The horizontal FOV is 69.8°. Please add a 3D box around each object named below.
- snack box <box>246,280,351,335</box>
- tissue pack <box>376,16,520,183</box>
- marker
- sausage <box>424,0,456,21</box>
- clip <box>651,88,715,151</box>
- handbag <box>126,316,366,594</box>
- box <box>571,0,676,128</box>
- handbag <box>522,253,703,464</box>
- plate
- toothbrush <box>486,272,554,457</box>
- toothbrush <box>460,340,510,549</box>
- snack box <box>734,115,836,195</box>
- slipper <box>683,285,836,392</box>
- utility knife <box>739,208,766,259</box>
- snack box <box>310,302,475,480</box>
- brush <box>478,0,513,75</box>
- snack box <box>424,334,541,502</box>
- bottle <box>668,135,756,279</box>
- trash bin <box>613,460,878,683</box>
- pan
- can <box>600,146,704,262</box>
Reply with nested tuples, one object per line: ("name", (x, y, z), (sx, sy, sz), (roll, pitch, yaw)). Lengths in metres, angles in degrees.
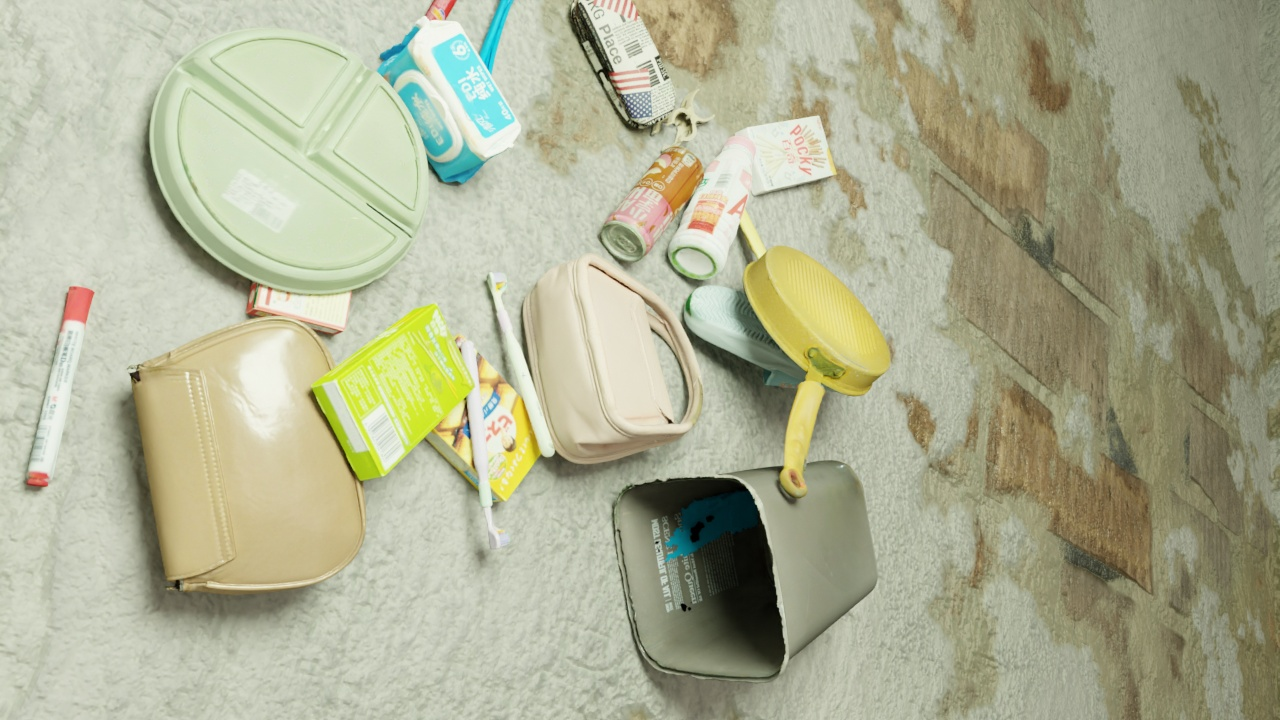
("snack box", (-0.280, -0.106, 0.784), (0.077, 0.027, 0.155), (17, 71, -37))
("tissue pack", (-0.181, -0.238, 0.852), (0.063, 0.090, 0.140), (-43, 110, -37))
("marker", (-0.415, 0.017, 0.656), (0.017, 0.017, 0.145), (15, 72, -37))
("sausage", (-0.187, -0.379, 0.921), (0.020, 0.020, 0.155), (34, 62, -30))
("clip", (0.047, -0.294, 1.091), (0.076, 0.035, 0.103), (46, 51, -23))
("handbag", (-0.294, 0.074, 0.696), (0.147, 0.100, 0.204), (-9, 87, -33))
("box", (-0.016, -0.340, 1.019), (0.075, 0.076, 0.163), (-36, 107, -33))
("handbag", (-0.006, 0.006, 0.949), (0.233, 0.094, 0.193), (9, 62, -50))
("plate", (-0.278, -0.169, 0.762), (0.229, 0.028, 0.230), (9, 75, -36))
("toothbrush", (-0.114, 0.003, 0.877), (0.029, 0.020, 0.189), (21, 49, -68))
("toothbrush", (-0.142, 0.075, 0.827), (0.021, 0.029, 0.189), (-10, 86, -3))
("snack box", (0.193, -0.272, 1.211), (0.156, 0.027, 0.084), (-21, 95, -39))
("slipper", (0.156, -0.015, 1.093), (0.245, 0.074, 0.103), (19, 43, -19))
("utility knife", (0.145, -0.134, 1.116), (0.030, 0.019, 0.176), (-2, 56, -44))
("snack box", (-0.194, 0.021, 0.745), (0.086, 0.026, 0.156), (68, 26, -19))
("brush", (-0.140, -0.366, 0.949), (0.083, 0.046, 0.254), (26, 69, -38))
("snack box", (-0.154, 0.055, 0.856), (0.140, 0.034, 0.086), (51, 55, -22))
("bottle", (0.092, -0.187, 1.088), (0.068, 0.068, 0.196), (41, 54, -27))
("trash bin", (0.120, 0.201, 0.961), (0.219, 0.199, 0.199), (-8, 87, -48))
("pan", (0.182, 0.007, 0.982), (0.197, 0.078, 0.356), (35, 31, -15))
("can", (0.015, -0.176, 1.023), (0.058, 0.058, 0.147), (49, 55, -21))
